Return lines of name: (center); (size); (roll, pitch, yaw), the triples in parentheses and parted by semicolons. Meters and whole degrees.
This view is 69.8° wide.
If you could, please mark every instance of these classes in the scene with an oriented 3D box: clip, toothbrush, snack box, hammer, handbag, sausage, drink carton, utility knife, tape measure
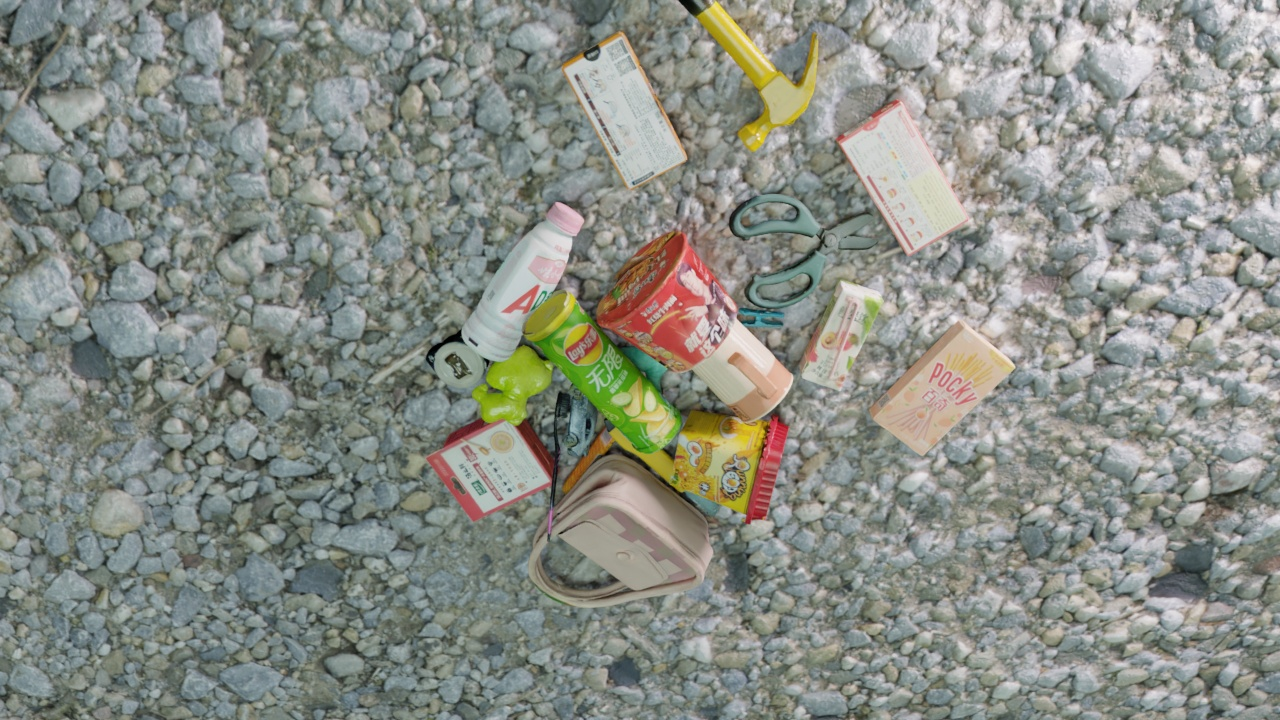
clip: (0.143, -0.050, 1.090); (0.057, 0.014, 0.047); (4, 112, 1)
toothbrush: (-0.105, 0.134, 1.154); (0.017, 0.014, 0.189); (5, 91, -9)
snack box: (0.288, -0.198, 1.006); (0.077, 0.027, 0.156); (-32, 108, 16)
snack box: (-0.189, 0.131, 1.178); (0.127, 0.044, 0.113); (-26, 110, 13)
hammer: (0.067, -0.364, 0.945); (0.129, 0.032, 0.300); (-41, 105, 19)
snack box: (-0.016, -0.269, 0.996); (0.075, 0.026, 0.154); (-25, 110, 14)
handbag: (-0.045, 0.246, 1.196); (0.235, 0.093, 0.193); (-36, 114, 26)
sausage: (-0.055, 0.115, 1.174); (0.021, 0.021, 0.165); (32, 113, -10)
drink carton: (0.234, -0.029, 1.075); (0.053, 0.045, 0.123); (19, 114, -4)
snack box: (0.361, 0.035, 1.106); (0.084, 0.026, 0.157); (36, 112, -12)
utility knife: (0.030, 0.136, 1.172); (0.033, 0.015, 0.216); (-40, 115, 14)
tape measure: (-0.220, -0.001, 1.128); (0.066, 0.033, 0.066); (-31, 108, 18)

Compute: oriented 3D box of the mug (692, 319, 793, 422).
mug: (0.117, 0.011, 1.066); (0.106, 0.114, 0.081); (44, 89, -12)

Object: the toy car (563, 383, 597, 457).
toy car: (-0.072, 0.061, 1.133); (0.037, 0.054, 0.121); (6, 113, 4)

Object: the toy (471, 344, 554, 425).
toy: (-0.156, 0.029, 1.118); (0.096, 0.031, 0.100); (5, 83, -3)

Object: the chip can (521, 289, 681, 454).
chip can: (-0.039, 0.019, 1.067); (0.073, 0.072, 0.221); (-35, 116, 17)

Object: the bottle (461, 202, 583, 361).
bottle: (-0.134, -0.092, 1.064); (0.068, 0.068, 0.197); (32, 110, -10)

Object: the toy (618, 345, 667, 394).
toy: (-0.007, 0.006, 1.118); (0.092, 0.030, 0.096); (-9, 116, 12)

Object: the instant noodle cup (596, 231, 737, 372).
instant noodle cup: (0.036, -0.060, 1.033); (0.138, 0.137, 0.108); (-40, 114, 19)

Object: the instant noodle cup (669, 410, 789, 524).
instant noodle cup: (0.108, 0.121, 1.123); (0.124, 0.115, 0.116); (15, 115, 10)

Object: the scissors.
scissors: (0.177, -0.143, 1.043); (0.177, 0.019, 0.171); (-31, 108, 18)
